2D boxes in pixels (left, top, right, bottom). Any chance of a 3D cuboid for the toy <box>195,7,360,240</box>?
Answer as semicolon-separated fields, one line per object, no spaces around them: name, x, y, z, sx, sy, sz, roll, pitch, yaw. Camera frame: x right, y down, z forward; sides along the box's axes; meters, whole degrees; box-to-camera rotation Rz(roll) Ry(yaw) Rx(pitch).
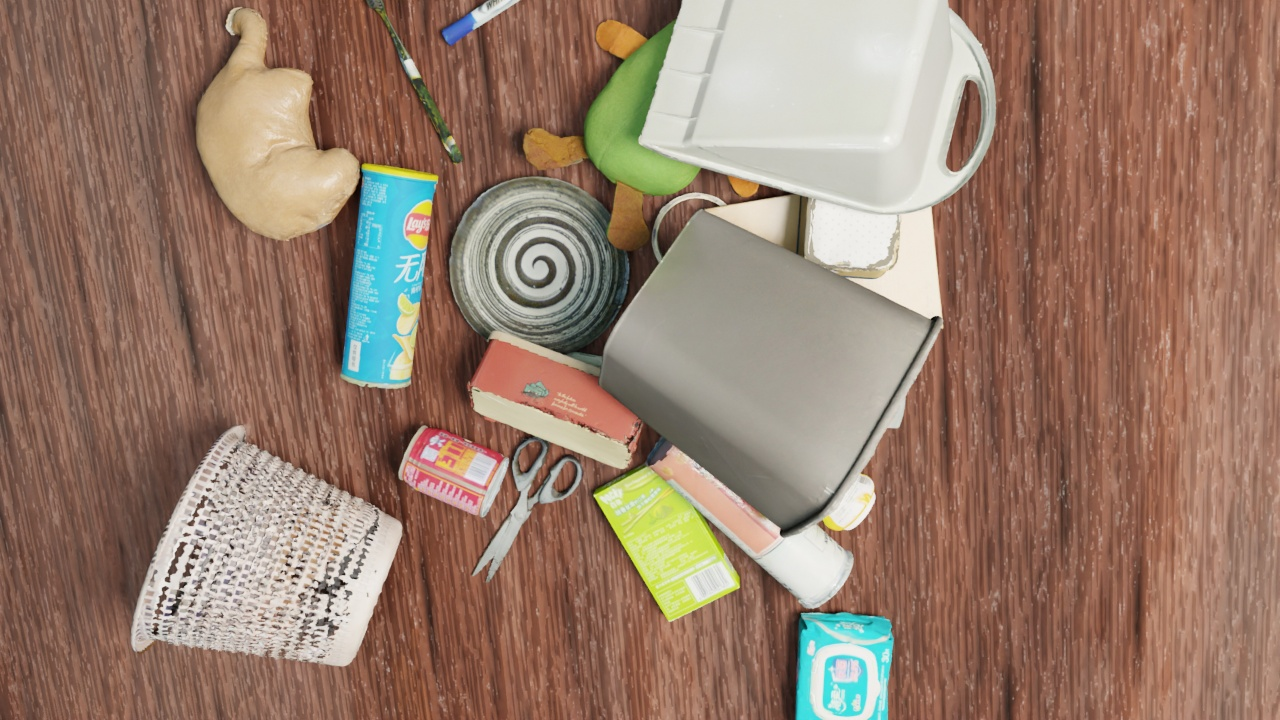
toy;-0.368;-0.227;0.886;0.143;0.082;0.226;-27;93;5

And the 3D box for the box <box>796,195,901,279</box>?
box;0.189;-0.166;0.824;0.090;0.061;0.184;7;84;4

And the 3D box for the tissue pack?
tissue pack;0.205;0.322;0.930;0.093;0.050;0.133;1;101;5

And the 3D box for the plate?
plate;-0.099;-0.091;0.905;0.179;0.024;0.179;1;100;8

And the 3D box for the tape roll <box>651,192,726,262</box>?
tape roll;0.054;-0.119;0.887;0.086;0.014;0.086;1;100;6

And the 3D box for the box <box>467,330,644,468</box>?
box;-0.079;0.047;0.883;0.168;0.091;0.080;21;68;3

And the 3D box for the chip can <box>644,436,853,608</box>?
chip can;0.105;0.145;0.891;0.214;0.071;0.071;42;101;-7

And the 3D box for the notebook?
notebook;0.176;-0.087;0.874;0.211;0.012;0.149;-9;100;3

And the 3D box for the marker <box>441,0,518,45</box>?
marker;-0.124;-0.343;0.866;0.146;0.017;0.017;-29;96;10

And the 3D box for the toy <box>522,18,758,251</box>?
toy;0.024;-0.226;0.834;0.247;0.090;0.227;-43;79;8

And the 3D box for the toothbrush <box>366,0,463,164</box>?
toothbrush;-0.220;-0.275;0.888;0.012;0.017;0.186;-25;97;16

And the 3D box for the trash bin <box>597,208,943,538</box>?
trash bin;0.098;0.005;0.782;0.220;0.199;0.198;33;72;6

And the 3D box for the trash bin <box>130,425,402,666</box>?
trash bin;-0.350;0.200;0.902;0.192;0.227;0.228;21;102;-10

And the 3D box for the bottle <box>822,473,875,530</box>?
bottle;0.173;0.114;0.890;0.108;0.063;0.063;39;102;1

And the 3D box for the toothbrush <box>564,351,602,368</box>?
toothbrush;-0.005;0.005;0.914;0.189;0.029;0.020;8;141;6

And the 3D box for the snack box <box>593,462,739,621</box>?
snack box;0.027;0.181;0.937;0.086;0.026;0.156;-30;96;10

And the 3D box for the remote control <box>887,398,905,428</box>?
remote control;0.189;0.035;0.897;0.135;0.019;0.056;3;100;6

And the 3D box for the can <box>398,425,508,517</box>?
can;-0.189;0.111;0.928;0.094;0.066;0.066;22;101;2

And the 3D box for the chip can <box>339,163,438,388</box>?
chip can;-0.247;-0.082;0.899;0.071;0.071;0.210;11;102;4

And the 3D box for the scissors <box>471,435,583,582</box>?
scissors;-0.119;0.162;0.957;0.147;0.014;0.172;-4;100;8

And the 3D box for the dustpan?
dustpan;0.167;-0.236;0.783;0.258;0.142;0.222;13;82;23
